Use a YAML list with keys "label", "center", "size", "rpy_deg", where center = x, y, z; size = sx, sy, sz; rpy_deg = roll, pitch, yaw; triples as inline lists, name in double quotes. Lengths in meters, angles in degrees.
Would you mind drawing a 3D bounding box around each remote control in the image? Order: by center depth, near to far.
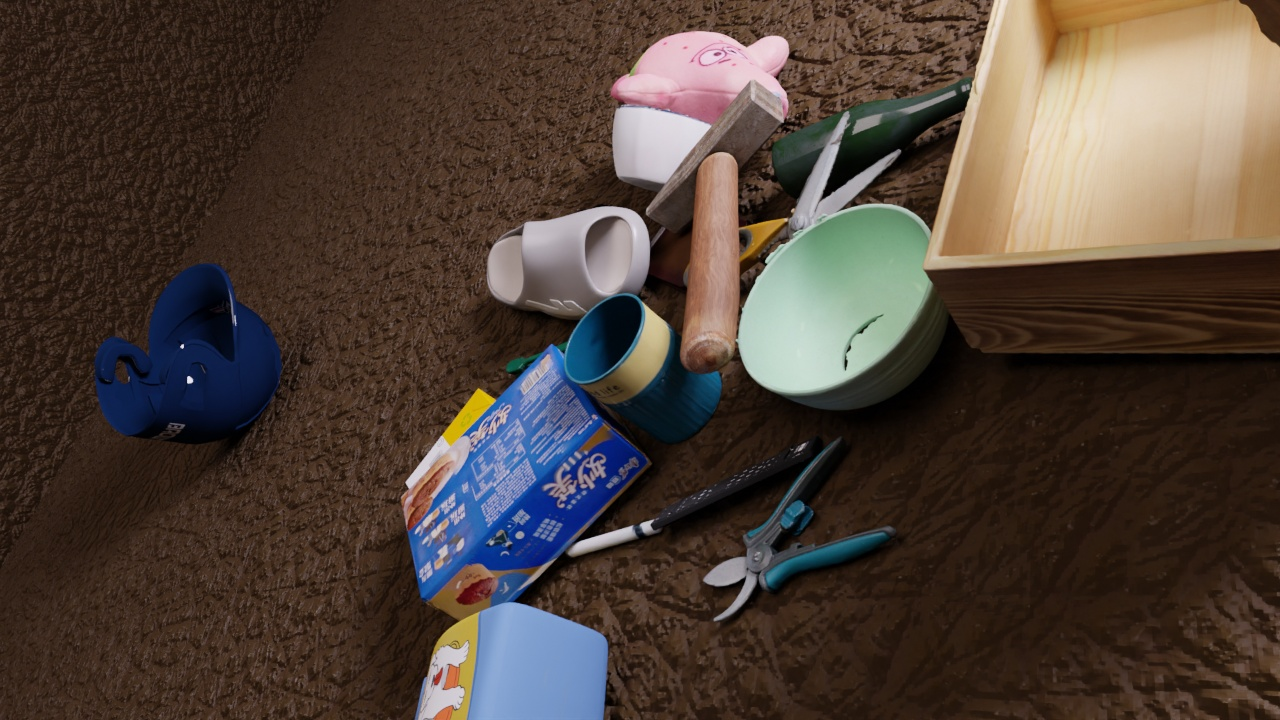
- label: "remote control"
  center: [0.067, 0.090, 0.665]
  size: [0.140, 0.009, 0.030]
  rpy_deg: [-30, 2, 27]

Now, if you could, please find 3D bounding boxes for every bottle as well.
- label: "bottle"
  center: [0.193, -0.185, 0.742]
  size: [0.175, 0.055, 0.055]
  rpy_deg: [-18, 47, 37]

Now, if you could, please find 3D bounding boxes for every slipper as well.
- label: "slipper"
  center: [-0.103, -0.099, 0.942]
  size: [0.266, 0.080, 0.113]
  rpy_deg: [4, 92, 51]

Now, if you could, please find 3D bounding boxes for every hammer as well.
- label: "hammer"
  center: [0.054, -0.095, 0.735]
  size: [0.158, 0.037, 0.300]
  rpy_deg: [-46, 23, 34]

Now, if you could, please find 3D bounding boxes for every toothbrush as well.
- label: "toothbrush"
  center: [-0.056, 0.159, 0.753]
  size: [0.187, 0.012, 0.017]
  rpy_deg: [-23, 57, 34]
- label: "toothbrush"
  center: [-0.064, -0.013, 0.911]
  size: [0.190, 0.017, 0.016]
  rpy_deg: [-18, 46, 36]

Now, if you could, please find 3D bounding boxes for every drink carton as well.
- label: "drink carton"
  center: [-0.167, 0.097, 0.890]
  size: [0.122, 0.058, 0.040]
  rpy_deg: [-52, 35, -1]

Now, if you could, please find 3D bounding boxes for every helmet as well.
- label: "helmet"
  center: [-0.657, -0.010, 1.381]
  size: [0.233, 0.222, 0.272]
  rpy_deg: [2, 90, 33]

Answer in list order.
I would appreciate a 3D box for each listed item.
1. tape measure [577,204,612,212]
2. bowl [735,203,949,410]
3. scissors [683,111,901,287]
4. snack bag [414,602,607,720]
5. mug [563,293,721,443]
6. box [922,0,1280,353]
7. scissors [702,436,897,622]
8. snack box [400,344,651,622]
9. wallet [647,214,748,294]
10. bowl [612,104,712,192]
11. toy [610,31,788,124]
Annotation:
- label: "tape measure"
  center: [-0.055, -0.131, 0.986]
  size: [0.061, 0.034, 0.061]
  rpy_deg: [-7, 67, 37]
- label: "bowl"
  center: [0.148, -0.026, 0.630]
  size: [0.151, 0.077, 0.150]
  rpy_deg: [-29, 41, 28]
- label: "scissors"
  center: [0.111, -0.096, 0.744]
  size: [0.217, 0.016, 0.225]
  rpy_deg: [18, 87, 52]
- label: "snack bag"
  center: [-0.123, 0.280, 0.655]
  size: [0.206, 0.102, 0.158]
  rpy_deg: [-36, 36, 41]
- label: "mug"
  center: [-0.004, 0.004, 0.749]
  size: [0.114, 0.107, 0.083]
  rpy_deg: [21, 78, 54]
- label: "box"
  center: [0.275, -0.197, 0.423]
  size: [0.285, 0.323, 0.278]
  rpy_deg: [2, 59, 39]
- label: "scissors"
  center: [0.106, 0.118, 0.602]
  size: [0.125, 0.019, 0.154]
  rpy_deg: [19, 76, 55]
- label: "snack box"
  center: [-0.106, 0.104, 0.791]
  size: [0.203, 0.069, 0.155]
  rpy_deg: [-45, 32, 4]
- label: "wallet"
  center: [0.043, -0.109, 0.878]
  size: [0.091, 0.018, 0.116]
  rpy_deg: [-54, 32, -3]
- label: "bowl"
  center: [0.024, -0.202, 0.903]
  size: [0.116, 0.116, 0.066]
  rpy_deg: [20, 97, 54]
- label: "toy"
  center: [0.068, -0.273, 0.912]
  size: [0.191, 0.097, 0.237]
  rpy_deg: [-22, 31, -20]
